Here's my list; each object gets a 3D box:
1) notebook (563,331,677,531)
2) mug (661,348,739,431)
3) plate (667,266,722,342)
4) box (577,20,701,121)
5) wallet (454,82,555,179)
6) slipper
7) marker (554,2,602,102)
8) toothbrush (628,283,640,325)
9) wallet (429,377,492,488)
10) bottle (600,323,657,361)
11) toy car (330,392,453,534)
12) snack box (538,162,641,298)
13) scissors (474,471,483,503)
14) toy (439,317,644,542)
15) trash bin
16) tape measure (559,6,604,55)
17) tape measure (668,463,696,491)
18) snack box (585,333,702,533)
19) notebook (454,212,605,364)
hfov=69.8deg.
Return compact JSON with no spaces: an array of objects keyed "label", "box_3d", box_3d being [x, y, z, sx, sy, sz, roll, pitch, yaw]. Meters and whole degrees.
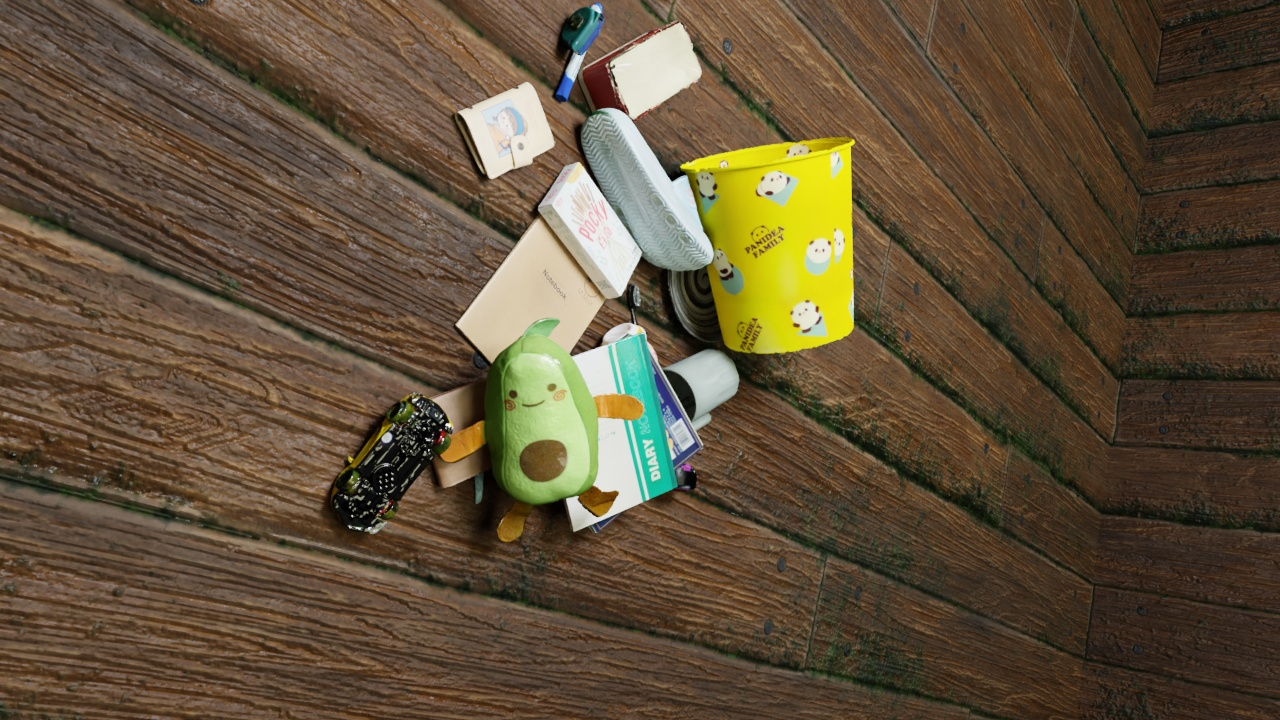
[{"label":"notebook","box_3d":[-0.039,0.085,1.099,0.150,0.012,0.209,-20,110,-23]},{"label":"mug","box_3d":[0.072,0.052,1.271,0.103,0.084,0.124,-26,135,-44]},{"label":"plate","box_3d":[0.096,-0.114,1.326,0.179,0.024,0.179,1,89,-44]},{"label":"box","box_3d":[0.009,-0.373,1.197,0.167,0.077,0.091,-43,118,-36]},{"label":"wallet","box_3d":[-0.155,-0.266,1.071,0.114,0.024,0.087,-39,112,-40]},{"label":"slipper","box_3d":[0.011,-0.220,1.188,0.245,0.104,0.074,56,47,-21]},{"label":"marker","box_3d":[-0.077,-0.389,1.153,0.017,0.017,0.145,34,67,-40]},{"label":"toothbrush","box_3d":[0.001,-0.009,1.234,0.014,0.016,0.189,-13,100,-40]},{"label":"wallet","box_3d":[-0.185,0.076,1.023,0.115,0.020,0.101,-21,106,-29]},{"label":"bottle","box_3d":[-0.007,0.007,1.192,0.063,0.063,0.108,-46,121,-35]},{"label":"toy car","box_3d":[-0.259,0.104,0.947,0.071,0.041,0.155,45,71,-33]},{"label":"snack box","box_3d":[-0.060,-0.161,1.154,0.157,0.027,0.084,53,46,-33]},{"label":"scissors","box_3d":[-0.185,0.098,1.046,0.057,0.017,0.133,0,94,-45]},{"label":"toy","box_3d":[-0.106,0.082,1.006,0.226,0.090,0.247,-13,110,-11]},{"label":"trash bin","box_3d":[0.186,-0.157,1.253,0.228,0.230,0.255,-25,113,-43]},{"label":"tape measure","box_3d":[-0.074,-0.408,1.129,0.058,0.054,0.025,-51,135,7]},{"label":"tape measure","box_3d":[0.044,0.156,1.248,0.058,0.057,0.039,29,64,-57]},{"label":"snack box","box_3d":[-0.034,0.090,1.135,0.182,0.046,0.178,-37,117,-15]},{"label":"notebook","box_3d":[-0.121,-0.069,1.114,0.148,0.008,0.207,52,56,-33]}]
